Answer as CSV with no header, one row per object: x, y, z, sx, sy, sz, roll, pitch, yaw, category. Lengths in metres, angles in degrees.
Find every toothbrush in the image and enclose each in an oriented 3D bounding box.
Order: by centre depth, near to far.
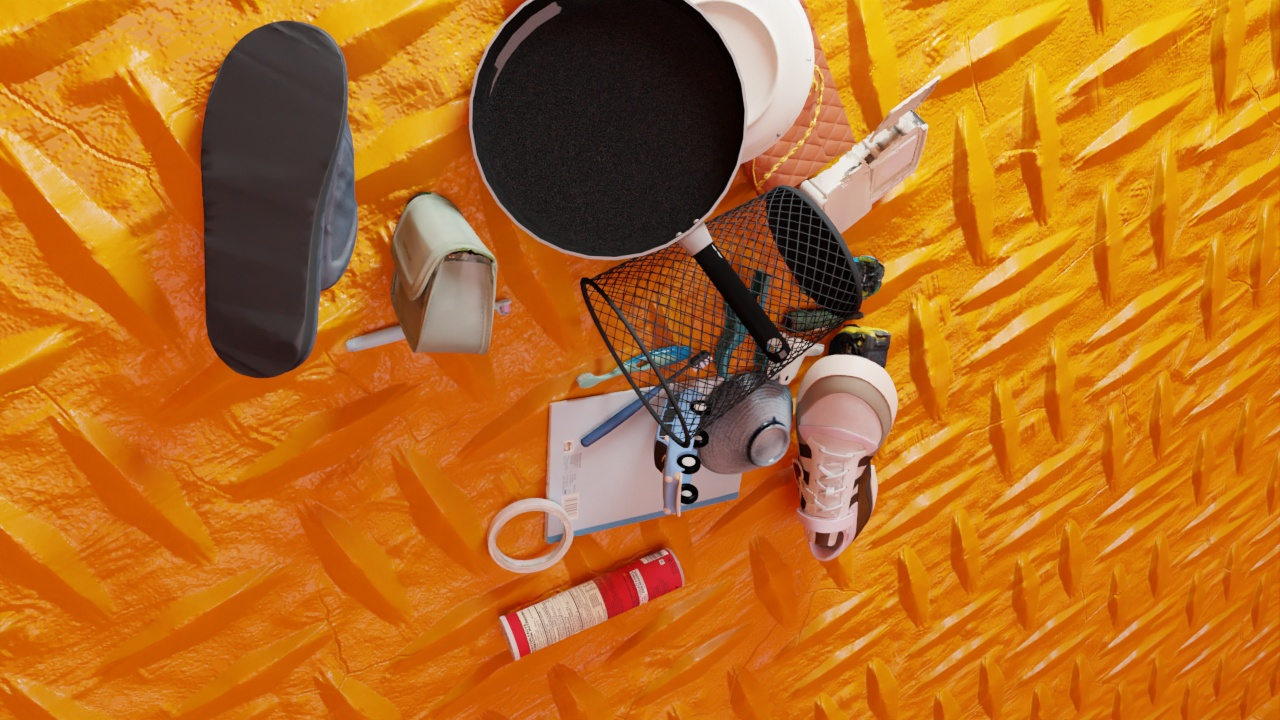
-0.192,-0.032,0.840,0.154,0.016,0.022,-16,161,-20,toothbrush
-0.006,0.006,0.963,0.135,0.017,0.022,-16,123,-23,toothbrush
0.006,0.041,0.976,0.167,0.014,0.014,-36,115,-5,toothbrush

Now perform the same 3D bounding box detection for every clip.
0.129,-0.038,1.004,0.120,0.030,0.130,4,113,-29,clip
0.157,-0.007,1.025,0.101,0.052,0.060,11,119,-50,clip

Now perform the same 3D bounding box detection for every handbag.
-0.168,-0.071,0.766,0.067,0.122,0.106,0,119,-27,handbag
0.126,-0.247,0.864,0.109,0.060,0.172,-35,128,-2,handbag

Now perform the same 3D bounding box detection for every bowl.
0.132,0.084,1.043,0.136,0.057,0.137,-14,122,-24,bowl

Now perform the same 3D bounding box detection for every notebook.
0.013,0.107,1.033,0.253,0.009,0.181,-8,120,-25,notebook

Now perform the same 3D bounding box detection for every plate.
0.061,-0.252,0.792,0.182,0.034,0.182,0,114,0,plate

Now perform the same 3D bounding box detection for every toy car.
0.040,0.091,0.952,0.055,0.153,0.056,7,129,8,toy car
0.219,-0.095,1.014,0.105,0.032,0.048,-3,118,-21,toy car

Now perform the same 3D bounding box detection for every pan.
0.013,-0.144,0.759,0.225,0.034,0.356,-36,94,6,pan

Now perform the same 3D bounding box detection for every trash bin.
0.081,-0.051,0.866,0.210,0.184,0.184,-32,127,-9,trash bin

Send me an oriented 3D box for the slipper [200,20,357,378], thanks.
-0.272,-0.122,0.715,0.109,0.083,0.266,11,101,8,slipper

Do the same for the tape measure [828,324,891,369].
0.251,-0.006,1.056,0.042,0.072,0.071,-7,109,-29,tape measure

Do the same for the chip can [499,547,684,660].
-0.055,0.282,1.070,0.214,0.052,0.052,-19,124,-18,chip can

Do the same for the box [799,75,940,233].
0.222,-0.195,0.895,0.143,0.044,0.184,-38,160,-4,box

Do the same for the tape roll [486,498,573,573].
-0.120,0.191,0.998,0.093,0.013,0.093,-7,119,-13,tape roll

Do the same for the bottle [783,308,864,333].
0.211,-0.048,1.041,0.106,0.025,0.025,-6,119,-25,bottle

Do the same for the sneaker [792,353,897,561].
0.221,0.125,1.057,0.112,0.116,0.294,12,137,15,sneaker
